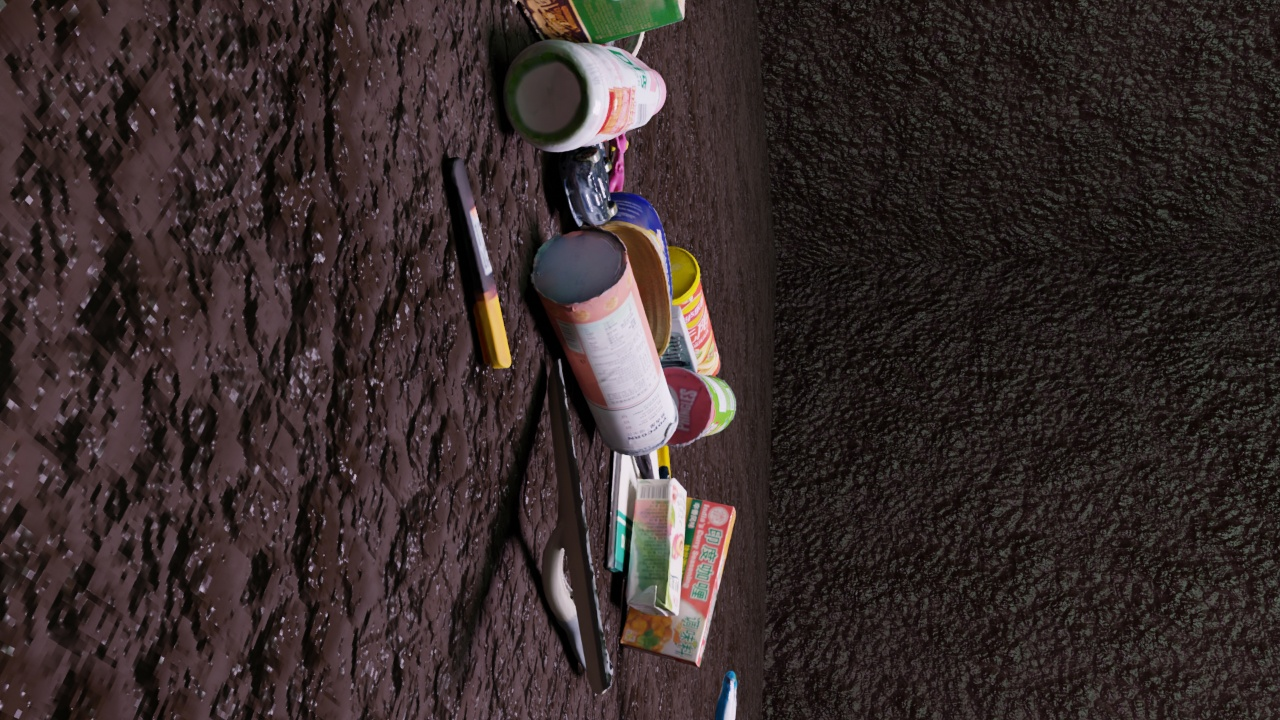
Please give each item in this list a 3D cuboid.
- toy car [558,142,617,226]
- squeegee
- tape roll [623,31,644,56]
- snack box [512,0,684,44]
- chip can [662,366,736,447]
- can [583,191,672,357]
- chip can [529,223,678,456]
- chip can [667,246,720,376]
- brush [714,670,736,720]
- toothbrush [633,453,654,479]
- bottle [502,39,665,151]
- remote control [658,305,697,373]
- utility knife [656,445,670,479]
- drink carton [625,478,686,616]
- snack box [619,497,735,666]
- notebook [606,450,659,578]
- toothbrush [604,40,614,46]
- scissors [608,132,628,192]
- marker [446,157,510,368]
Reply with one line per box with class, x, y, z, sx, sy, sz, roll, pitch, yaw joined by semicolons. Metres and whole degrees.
toy car;-0.042;-0.150;0.708;0.120;0.037;0.054;-92;166;-51
squeegee;-0.047;0.171;0.658;0.247;0.039;0.246;85;-6;-47
tape roll;-0.025;-0.286;0.765;0.085;0.014;0.086;-33;132;-45
snack box;-0.025;-0.282;0.628;0.118;0.106;0.117;34;56;-75
chip can;0.053;0.046;0.931;0.236;0.072;0.072;11;78;-78
can;-0.012;-0.065;0.758;0.049;0.075;0.148;-83;167;-47
chip can;-0.022;-0.007;0.706;0.215;0.071;0.071;71;21;-55
chip can;0.044;-0.042;1.027;0.217;0.073;0.073;66;25;-63
brush;0.030;0.444;0.831;0.060;0.109;0.314;50;41;-68
toothbrush;0.012;0.131;0.937;0.181;0.016;0.018;75;13;-54
bottle;-0.028;-0.189;0.650;0.196;0.068;0.068;-44;132;-65
remote control;0.024;-0.019;0.968;0.135;0.056;0.019;67;23;-63
utility knife;0.023;0.066;0.995;0.196;0.015;0.033;-93;176;-51
drink carton;0.014;0.177;0.872;0.053;0.045;0.122;56;36;-62
snack box;0.039;0.212;0.900;0.027;0.077;0.155;67;36;-61
notebook;-0.004;0.147;0.934;0.209;0.012;0.150;58;34;-69
toothbrush;-0.021;-0.289;0.798;0.016;0.017;0.188;-44;141;-68
scissors;-0.019;-0.199;0.863;0.133;0.017;0.124;-84;177;-68
marker;-0.092;-0.053;0.516;0.018;0.015;0.124;-69;153;-64
